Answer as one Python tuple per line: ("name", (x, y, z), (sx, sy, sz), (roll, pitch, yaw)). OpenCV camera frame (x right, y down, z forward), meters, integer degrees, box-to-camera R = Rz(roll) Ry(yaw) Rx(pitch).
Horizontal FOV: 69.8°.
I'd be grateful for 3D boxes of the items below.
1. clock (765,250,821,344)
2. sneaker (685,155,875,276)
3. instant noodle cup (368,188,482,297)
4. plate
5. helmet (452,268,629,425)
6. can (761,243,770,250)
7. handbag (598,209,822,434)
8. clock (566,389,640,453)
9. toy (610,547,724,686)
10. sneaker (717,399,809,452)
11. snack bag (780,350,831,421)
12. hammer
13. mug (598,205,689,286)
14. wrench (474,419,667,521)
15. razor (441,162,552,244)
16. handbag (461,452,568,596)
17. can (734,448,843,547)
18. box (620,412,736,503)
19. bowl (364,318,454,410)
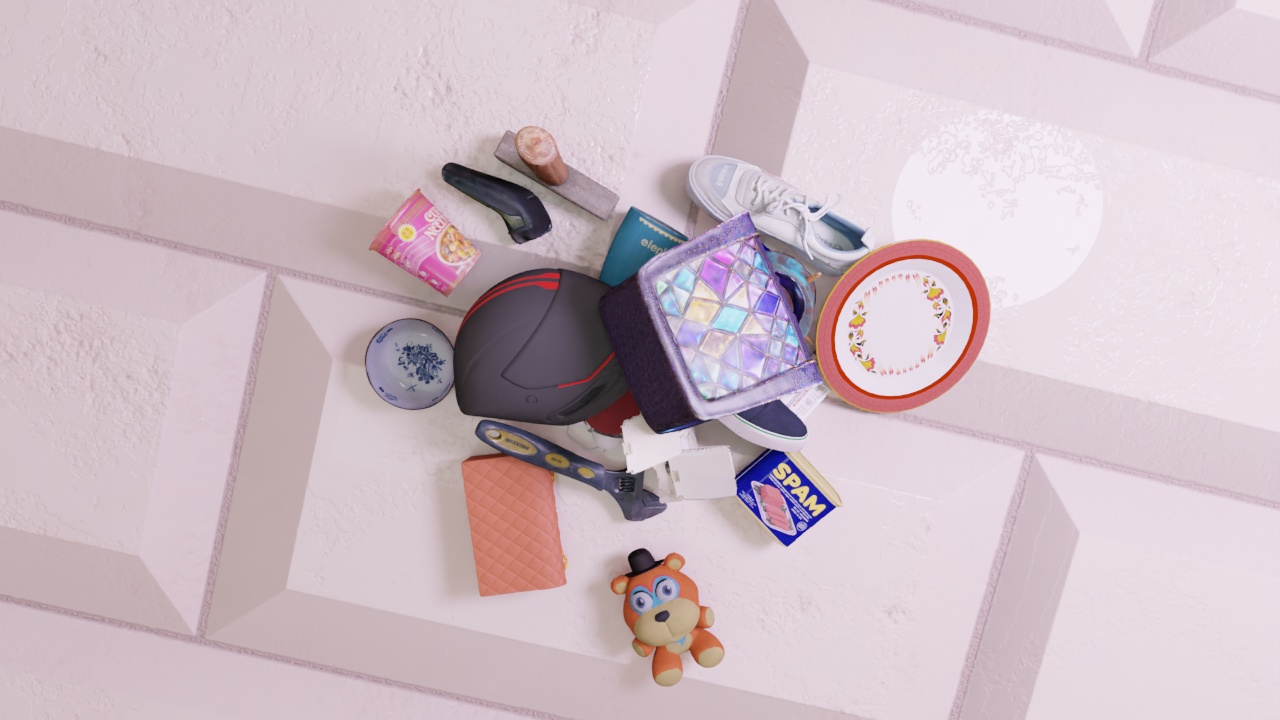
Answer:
("clock", (0.135, -0.071, 1.118), (0.158, 0.073, 0.121), (7, 117, 13))
("sneaker", (0.173, -0.186, 1.103), (0.242, 0.091, 0.089), (28, 71, -6))
("instant noodle cup", (-0.255, -0.137, 1.114), (0.108, 0.097, 0.098), (39, 94, -12))
("plate", (0.325, -0.042, 1.142), (0.229, 0.021, 0.230), (-4, 114, -10))
("helmet", (-0.121, -0.019, 1.081), (0.265, 0.163, 0.170), (-32, 121, 26))
("can", (0.162, -0.118, 1.149), (0.095, 0.032, 0.032), (37, 94, -4))
("handbag", (0.089, -0.040, 1.003), (0.221, 0.126, 0.205), (-22, 88, -27))
("clock", (-0.042, 0.057, 1.158), (0.087, 0.044, 0.124), (39, 94, -5))
("toy", (0.031, 0.321, 1.170), (0.112, 0.096, 0.176), (-27, 85, 2))
("sneaker", (0.118, 0.024, 1.108), (0.235, 0.084, 0.079), (35, 120, -6))
("snack bag", (0.210, 0.040, 1.175), (0.057, 0.013, 0.158), (40, 95, -8))
("hammer", (-0.098, -0.213, 1.000), (0.158, 0.300, 0.037), (30, 94, -4))
("mug", (0.011, -0.118, 1.130), (0.112, 0.084, 0.104), (23, 103, -32))
("wrench", (-0.080, 0.134, 1.141), (0.273, 0.022, 0.073), (25, 91, -23))
("razor", (-0.179, -0.194, 1.131), (0.151, 0.053, 0.067), (27, 112, 2))
("handbag", (-0.156, 0.202, 1.163), (0.109, 0.060, 0.172), (-7, 93, 5))
("can", (0.182, 0.167, 1.163), (0.092, 0.056, 0.116), (-42, 95, 12))
("box", (0.056, 0.102, 1.077), (0.107, 0.192, 0.143), (-9, 102, 23))
("bowl", (-0.282, 0.002, 1.148), (0.114, 0.045, 0.114), (0, 96, -1))
